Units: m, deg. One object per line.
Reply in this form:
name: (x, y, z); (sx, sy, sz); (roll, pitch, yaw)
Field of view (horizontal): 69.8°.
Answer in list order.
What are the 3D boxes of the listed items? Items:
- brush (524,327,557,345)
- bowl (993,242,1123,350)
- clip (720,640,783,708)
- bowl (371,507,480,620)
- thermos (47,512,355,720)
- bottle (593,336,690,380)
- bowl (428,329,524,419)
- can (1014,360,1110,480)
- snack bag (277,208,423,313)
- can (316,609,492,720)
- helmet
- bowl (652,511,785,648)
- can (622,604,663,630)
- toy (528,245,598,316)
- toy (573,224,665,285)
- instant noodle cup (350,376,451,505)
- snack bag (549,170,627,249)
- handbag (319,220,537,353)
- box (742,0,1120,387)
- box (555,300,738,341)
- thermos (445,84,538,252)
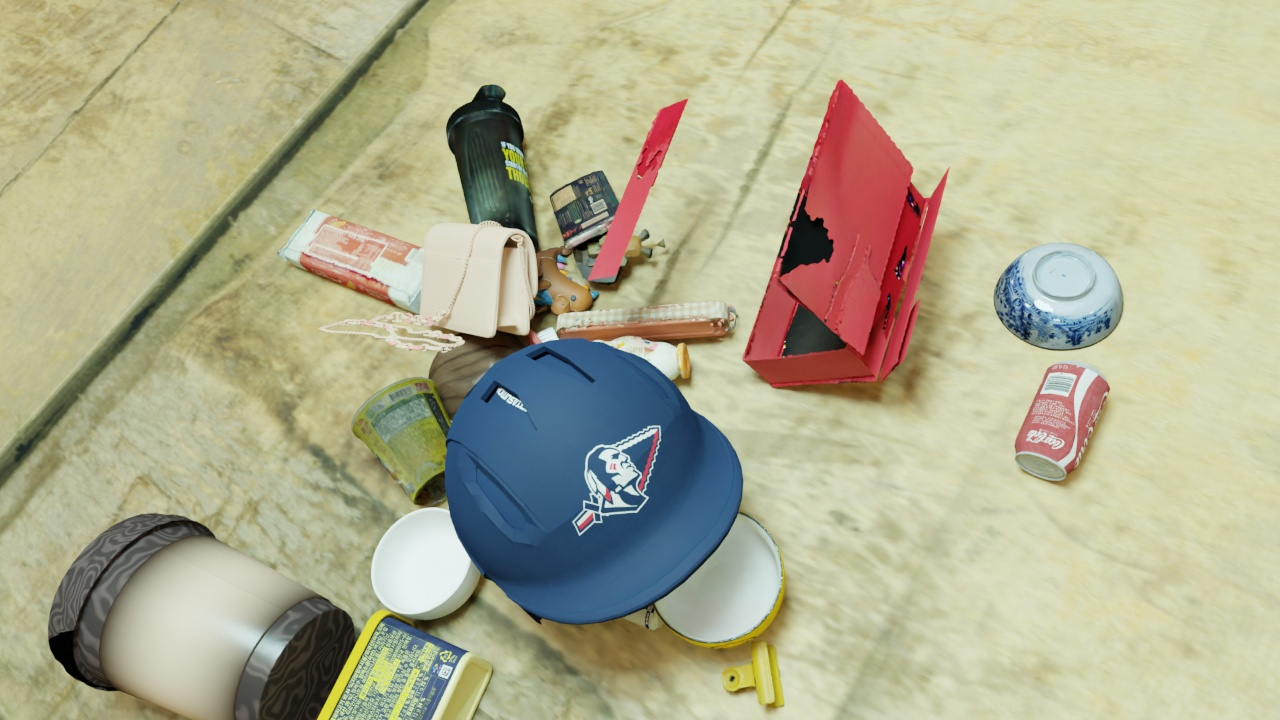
brush: (-0.111, -0.027, 1.004); (0.030, 0.041, 0.172); (-23, 53, -17)
bowl: (0.393, -0.069, 0.859); (0.114, 0.045, 0.114); (-8, 59, 13)
clip: (0.094, 0.266, 0.774); (0.048, 0.045, 0.054); (1, 60, -11)
bowl: (-0.202, 0.201, 0.891); (0.105, 0.054, 0.104); (-7, 60, 11)
thermos: (-0.402, 0.256, 0.864); (0.226, 0.173, 0.172); (16, 67, 18)
bottle: (-0.006, 0.005, 0.932); (0.109, 0.063, 0.063); (-7, 60, 16)
bowl: (-0.185, 0.007, 1.007); (0.119, 0.032, 0.119); (-8, 59, 13)
can: (0.364, 0.052, 0.795); (0.054, 0.054, 0.096); (22, 70, 27)
snack bag: (-0.340, -0.123, 1.128); (0.225, 0.041, 0.077); (20, 68, 28)
can: (-0.212, 0.309, 0.821); (0.104, 0.075, 0.135); (15, 67, 22)
helmet: (-0.045, 0.096, 0.771); (0.231, 0.223, 0.272); (-41, 48, -20)
bowl: (0.070, 0.194, 0.799); (0.117, 0.068, 0.117); (-8, 60, 13)
can: (-0.021, 0.215, 0.837); (0.095, 0.032, 0.032); (15, 67, 25)
toy: (-0.085, -0.091, 1.032); (0.090, 0.071, 0.102); (28, 49, 15)
toy: (-0.023, -0.122, 1.013); (0.100, 0.062, 0.076); (-11, 70, 5)
instant noodle cup: (-0.228, 0.088, 0.946); (0.102, 0.102, 0.108); (-36, 67, -5)
snack bag: (-0.062, -0.175, 1.046); (0.074, 0.018, 0.155); (-26, 31, 3)
handbag: (-0.211, -0.084, 0.947); (0.199, 0.186, 0.117); (14, 106, 46)
box: (0.236, -0.112, 0.773); (0.107, 0.411, 0.211); (27, 68, -12)
box: (0.006, -0.042, 0.957); (0.187, 0.054, 0.078); (-4, 16, 14)
thermos: (-0.178, -0.221, 1.105); (0.098, 0.098, 0.220); (-19, 63, 7)
